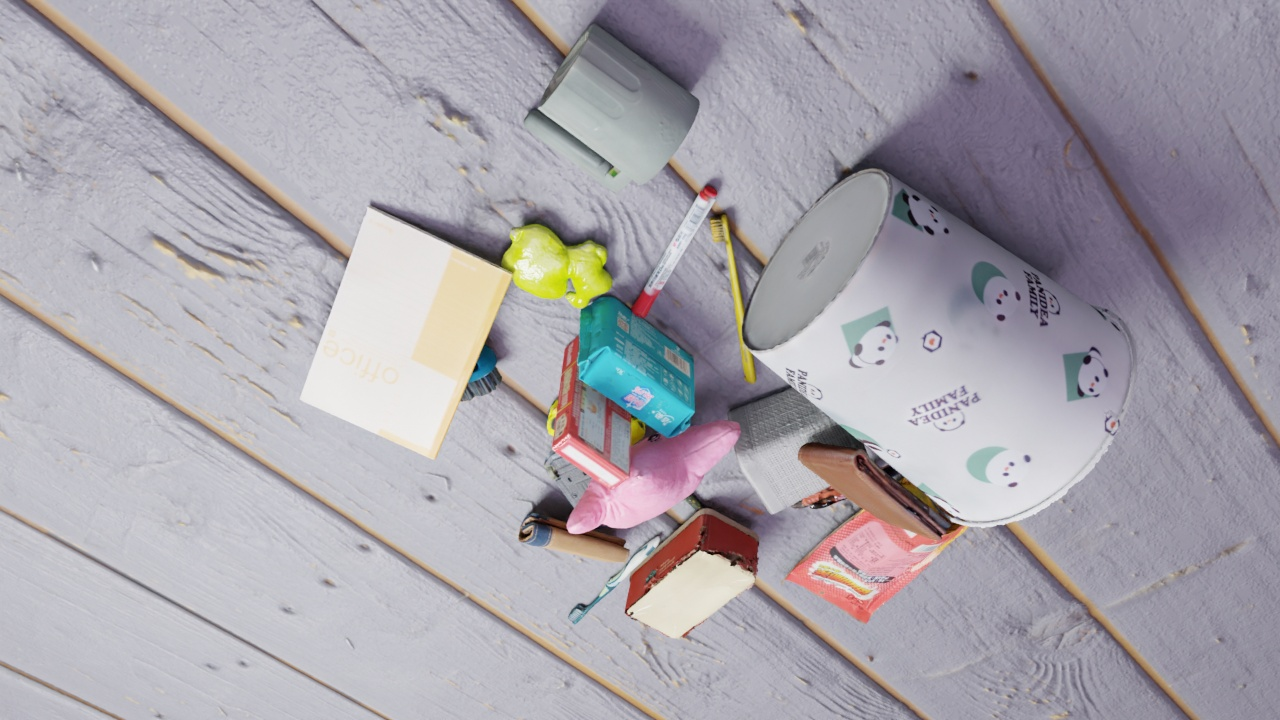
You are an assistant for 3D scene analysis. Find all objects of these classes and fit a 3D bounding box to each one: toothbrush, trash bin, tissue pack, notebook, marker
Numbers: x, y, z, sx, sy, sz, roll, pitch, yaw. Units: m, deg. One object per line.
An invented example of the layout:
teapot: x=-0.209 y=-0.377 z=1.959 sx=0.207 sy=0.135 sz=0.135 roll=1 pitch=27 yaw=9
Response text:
toothbrush: x=-0.034 y=0.268 z=1.118 sx=0.018 sy=0.016 sz=0.192 roll=35 pitch=120 yaw=-10
trash bin: x=0.241 y=-0.017 z=0.788 sx=0.252 sy=0.229 sz=0.230 roll=33 pitch=120 yaw=-16
toothbrush: x=0.090 y=-0.055 z=0.880 sx=0.017 sy=0.015 sz=0.190 roll=-7 pitch=126 yaw=11
tissue pack: x=-0.005 y=0.005 z=0.876 sx=0.133 sy=0.093 sz=0.050 roll=37 pitch=119 yaw=-23
toothbrush: x=0.071 y=0.175 z=1.046 sx=0.012 sy=0.017 sz=0.186 roll=-25 pitch=123 yaw=29
notebook: x=-0.223 y=-0.021 z=0.862 sx=0.146 sy=0.010 sz=0.206 roll=25 pitch=108 yaw=-3
marker: x=0.031 y=-0.098 z=0.848 sx=0.017 sy=0.017 sz=0.146 roll=22 pitch=123 yaw=-15

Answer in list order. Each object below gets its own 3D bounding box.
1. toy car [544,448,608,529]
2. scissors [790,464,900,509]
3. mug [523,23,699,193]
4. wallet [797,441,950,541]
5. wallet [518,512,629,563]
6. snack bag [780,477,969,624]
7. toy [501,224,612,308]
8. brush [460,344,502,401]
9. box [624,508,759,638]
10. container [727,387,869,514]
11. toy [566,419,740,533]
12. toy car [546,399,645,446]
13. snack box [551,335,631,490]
toy car: x=-0.058 y=0.136 z=1.008 sx=0.054 sy=0.036 sz=0.121 roll=-23 pitch=120 yaw=17
scissors: x=0.258 y=0.119 z=0.967 sx=0.225 sy=0.015 sz=0.189 roll=-16 pitch=170 yaw=-31
mug: x=-0.029 y=-0.196 z=0.746 sx=0.103 sy=0.083 sz=0.124 roll=32 pitch=145 yaw=-20
wallet: x=0.215 y=0.117 z=0.847 sx=0.124 sy=0.101 sz=0.032 roll=37 pitch=81 yaw=-16
wallet: x=-0.077 y=0.205 z=1.039 sx=0.115 sy=0.033 sz=0.090 roll=18 pitch=163 yaw=-12
snack bag: x=0.269 y=0.225 z=1.058 sx=0.128 sy=0.073 sz=0.208 roll=26 pitch=128 yaw=-12
toy: x=-0.079 y=-0.085 z=0.849 sx=0.100 sy=0.031 sz=0.097 roll=-7 pitch=128 yaw=5
brush: x=-0.212 y=0.009 z=0.904 sx=0.144 sy=0.055 sz=0.074 roll=-10 pitch=127 yaw=8
box: x=0.059 y=0.256 z=1.055 sx=0.091 sy=0.078 sz=0.169 roll=30 pitch=128 yaw=-15
container: x=0.162 y=0.083 z=0.937 sx=0.114 sy=0.090 sz=0.090 roll=-25 pitch=123 yaw=14
toy: x=0.013 y=0.112 z=0.907 sx=0.194 sy=0.178 sz=0.074 roll=-31 pitch=83 yaw=-1
toy car: x=-0.046 y=0.070 z=0.962 sx=0.105 sy=0.032 sz=0.048 roll=9 pitch=125 yaw=-8
snack box: x=-0.043 y=0.046 z=0.870 sx=0.075 sy=0.152 sz=0.026 roll=38 pitch=118 yaw=-25
